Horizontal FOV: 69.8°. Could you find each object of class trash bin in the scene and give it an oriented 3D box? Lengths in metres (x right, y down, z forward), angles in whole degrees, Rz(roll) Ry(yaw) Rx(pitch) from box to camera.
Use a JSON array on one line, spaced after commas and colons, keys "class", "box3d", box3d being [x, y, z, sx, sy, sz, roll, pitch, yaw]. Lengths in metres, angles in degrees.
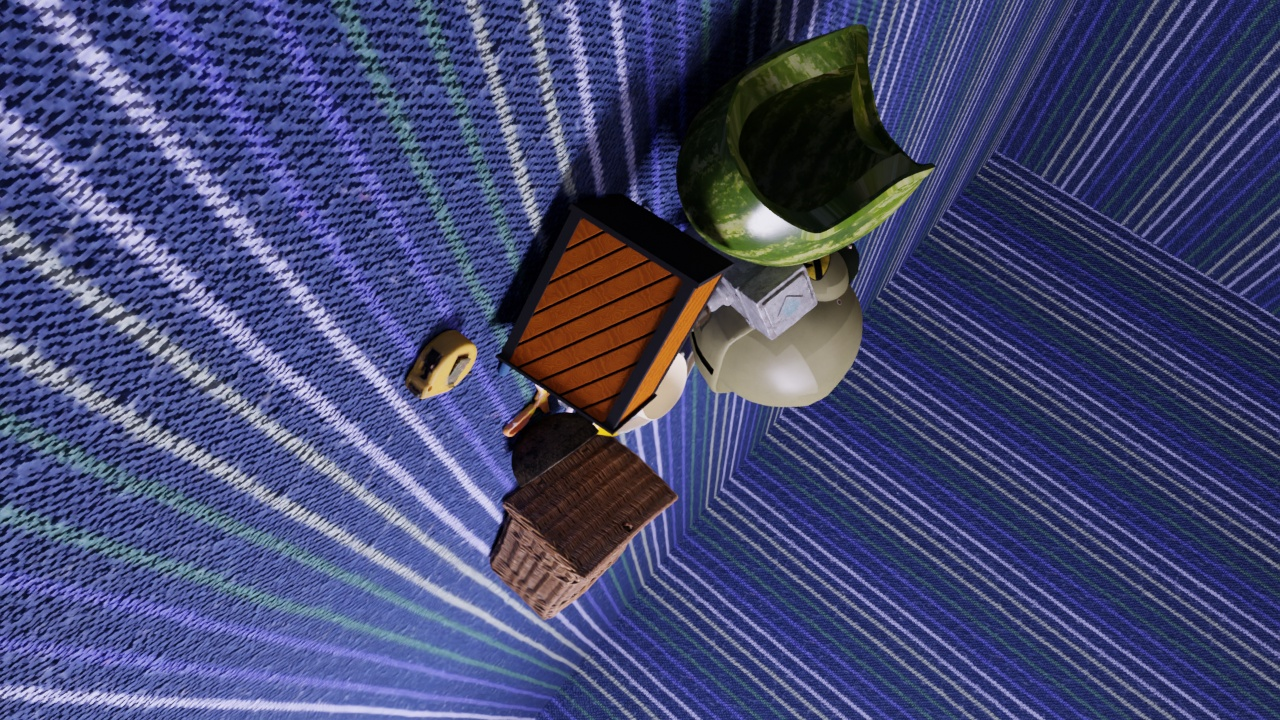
[{"class": "trash bin", "box3d": [-0.023, -0.051, 0.918, 0.172, 0.140, 0.139, -60, 171, 21]}]

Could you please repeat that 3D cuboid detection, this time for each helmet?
[{"class": "helmet", "box3d": [0.174, -0.056, 1.253, 0.232, 0.256, 0.251, -49, 163, -26]}, {"class": "helmet", "box3d": [0.159, -0.211, 0.978, 0.247, 0.213, 0.243, -26, 180, 5]}]

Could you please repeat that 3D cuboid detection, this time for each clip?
[{"class": "clip", "box3d": [0.148, -0.338, 1.046, 0.076, 0.023, 0.044, -46, 161, -29]}]

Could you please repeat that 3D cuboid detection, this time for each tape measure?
[{"class": "tape measure", "box3d": [-0.177, 0.002, 0.842, 0.059, 0.030, 0.068, -57, 164, 22]}]

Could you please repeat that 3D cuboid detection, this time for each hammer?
[{"class": "hammer", "box3d": [0.039, -0.039, 1.107, 0.326, 0.177, 0.079, -39, 138, -5]}]

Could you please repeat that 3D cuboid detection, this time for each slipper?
[{"class": "slipper", "box3d": [0.027, 0.018, 1.352, 0.115, 0.052, 0.262, -26, -165, 33]}]

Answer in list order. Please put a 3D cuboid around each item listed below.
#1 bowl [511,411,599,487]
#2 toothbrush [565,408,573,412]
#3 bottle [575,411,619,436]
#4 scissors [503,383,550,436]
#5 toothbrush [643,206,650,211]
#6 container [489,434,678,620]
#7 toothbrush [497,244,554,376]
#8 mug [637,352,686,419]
[{"class": "bowl", "box3d": [-0.117, 0.102, 1.157, 0.121, 0.056, 0.121, -35, 179, -1]}, {"class": "toothbrush", "box3d": [-0.083, 0.043, 1.223, 0.022, 0.015, 0.155, -88, -162, -49]}, {"class": "bottle", "box3d": [-0.060, 0.085, 1.327, 0.043, 0.043, 0.143, -54, 164, 3]}, {"class": "scissors", "box3d": [-0.122, 0.044, 1.120, 0.125, 0.011, 0.131, -44, 165, -31]}, {"class": "toothbrush", "box3d": [0.019, -0.145, 1.113, 0.017, 0.012, 0.187, -48, 164, -3]}, {"class": "container", "box3d": [-0.099, 0.257, 1.388, 0.249, 0.162, 0.184, -33, 158, -49]}, {"class": "toothbrush", "box3d": [-0.116, -0.048, 0.938, 0.014, 0.014, 0.168, -43, 163, -56]}, {"class": "mug", "box3d": [-0.007, 0.007, 1.210, 0.096, 0.100, 0.120, -39, 139, -32]}]
